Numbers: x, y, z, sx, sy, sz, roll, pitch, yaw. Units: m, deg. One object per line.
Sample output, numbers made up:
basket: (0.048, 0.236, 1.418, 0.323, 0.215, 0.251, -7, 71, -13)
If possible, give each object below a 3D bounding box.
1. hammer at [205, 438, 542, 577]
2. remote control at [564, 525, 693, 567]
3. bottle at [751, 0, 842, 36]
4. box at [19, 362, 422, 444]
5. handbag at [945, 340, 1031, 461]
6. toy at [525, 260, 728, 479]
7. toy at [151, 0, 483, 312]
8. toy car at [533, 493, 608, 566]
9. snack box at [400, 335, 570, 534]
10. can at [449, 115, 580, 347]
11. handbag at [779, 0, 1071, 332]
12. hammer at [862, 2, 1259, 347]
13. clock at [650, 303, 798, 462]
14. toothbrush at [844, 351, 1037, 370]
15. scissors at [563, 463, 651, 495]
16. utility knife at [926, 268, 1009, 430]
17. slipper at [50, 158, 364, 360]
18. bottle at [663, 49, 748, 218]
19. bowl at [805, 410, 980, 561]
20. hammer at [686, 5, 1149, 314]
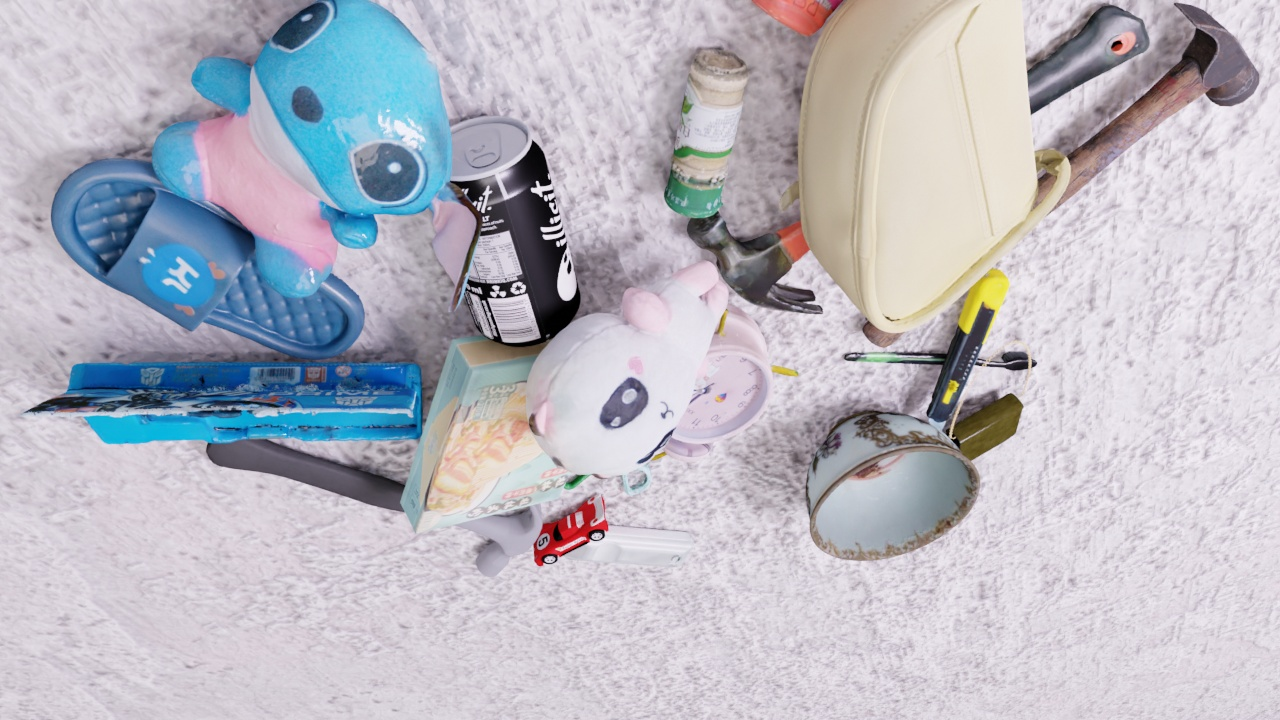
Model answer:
hammer: (-0.226, 0.118, 0.824, 0.310, 0.029, 0.125, 25, 124, -30)
remote control: (-0.011, 0.194, 0.948, 0.133, 0.022, 0.050, 9, 131, -20)
bottle: (0.117, -0.258, 0.527, 0.071, 0.048, 0.134, 9, 131, -42)
box: (-0.285, 0.025, 0.671, 0.243, 0.059, 0.176, 0, 170, -12)
handbag: (0.319, 0.034, 0.839, 0.084, 0.027, 0.178, -29, 146, -6)
toy: (-0.004, 0.004, 0.657, 0.179, 0.101, 0.139, -45, 143, -4)
toy: (-0.186, -0.115, 0.545, 0.192, 0.098, 0.224, -29, 102, 32)
toy car: (-0.069, 0.166, 0.897, 0.090, 0.038, 0.025, -29, 130, 14)
snack box: (-0.106, 0.054, 0.749, 0.141, 0.044, 0.194, -9, 139, -37)
can: (-0.092, -0.084, 0.625, 0.080, 0.080, 0.146, -13, 134, -1)
handbag: (0.186, -0.144, 0.598, 0.191, 0.088, 0.233, -30, 134, -1)
hammer: (0.296, -0.121, 0.702, 0.119, 0.033, 0.331, 15, 132, -42)
clock: (0.041, 0.026, 0.768, 0.158, 0.058, 0.116, -42, 128, 18)
toothbrush: (0.274, -0.002, 0.836, 0.188, 0.017, 0.014, 2, 129, -10)
scissors: (-0.018, 0.091, 0.856, 0.127, 0.011, 0.123, -38, 131, 24)
utility knife: (0.286, -0.003, 0.815, 0.028, 0.020, 0.175, 1, 127, -8)
slipper: (-0.290, -0.053, 0.627, 0.104, 0.059, 0.213, -37, 132, 23)
bottle: (0.045, -0.151, 0.619, 0.042, 0.042, 0.110, 0, 133, -13)
bowl: (0.224, 0.104, 0.865, 0.160, 0.093, 0.160, -6, 134, -7)
hammer: (0.205, -0.145, 0.671, 0.334, 0.033, 0.133, -33, 130, 17)
